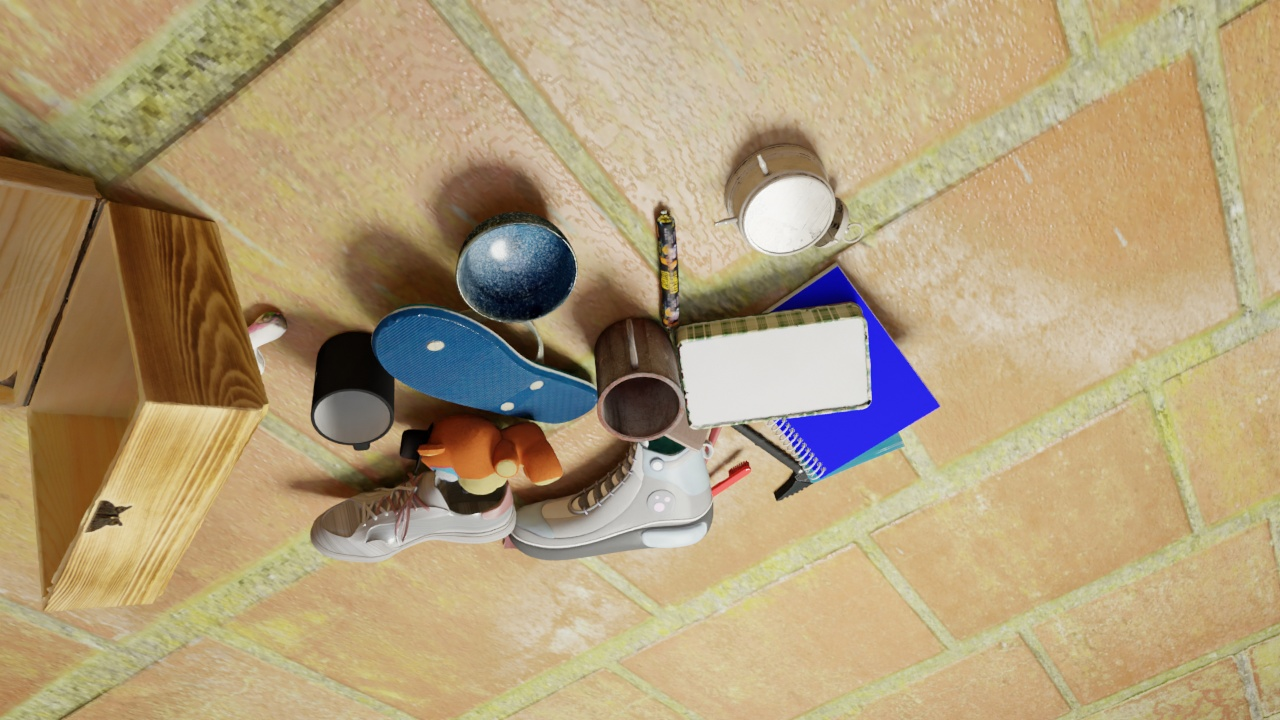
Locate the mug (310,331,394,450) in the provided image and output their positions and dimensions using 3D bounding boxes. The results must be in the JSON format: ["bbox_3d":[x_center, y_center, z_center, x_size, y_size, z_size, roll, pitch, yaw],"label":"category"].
[{"bbox_3d":[-0.290,0.041,0.936,0.078,0.087,0.114,-3,132,-11],"label":"mug"}]

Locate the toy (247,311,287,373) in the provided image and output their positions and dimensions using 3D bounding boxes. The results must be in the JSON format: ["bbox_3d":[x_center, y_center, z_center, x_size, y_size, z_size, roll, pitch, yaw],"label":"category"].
[{"bbox_3d":[-0.405,-0.009,0.899,0.079,0.038,0.123,21,124,-44],"label":"toy"}]

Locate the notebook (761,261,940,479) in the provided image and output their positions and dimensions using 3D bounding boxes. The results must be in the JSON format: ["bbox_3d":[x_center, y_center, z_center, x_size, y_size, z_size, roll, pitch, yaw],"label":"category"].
[{"bbox_3d":[0.208,0.020,1.037,0.172,0.022,0.209,-35,108,17],"label":"notebook"}]

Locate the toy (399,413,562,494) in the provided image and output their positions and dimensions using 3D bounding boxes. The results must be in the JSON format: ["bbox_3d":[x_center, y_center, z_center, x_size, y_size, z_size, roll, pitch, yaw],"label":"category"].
[{"bbox_3d":[-0.174,0.100,1.010,0.176,0.112,0.096,19,84,-9],"label":"toy"}]

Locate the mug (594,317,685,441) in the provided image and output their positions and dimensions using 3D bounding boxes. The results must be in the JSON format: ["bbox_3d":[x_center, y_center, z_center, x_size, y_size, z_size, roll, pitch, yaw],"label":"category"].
[{"bbox_3d":[-0.006,0.006,0.959,0.096,0.110,0.123,-9,126,-5],"label":"mug"}]

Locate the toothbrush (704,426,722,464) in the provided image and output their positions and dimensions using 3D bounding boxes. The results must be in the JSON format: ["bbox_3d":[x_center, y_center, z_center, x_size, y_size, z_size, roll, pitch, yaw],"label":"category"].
[{"bbox_3d":[0.080,0.109,1.125,0.016,0.016,0.190,10,136,-6],"label":"toothbrush"}]

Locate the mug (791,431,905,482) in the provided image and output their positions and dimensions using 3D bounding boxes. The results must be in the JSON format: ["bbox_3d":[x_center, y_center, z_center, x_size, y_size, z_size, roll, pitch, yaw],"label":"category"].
[{"bbox_3d":[0.250,0.097,1.123,0.121,0.078,0.078,-28,132,7],"label":"mug"}]

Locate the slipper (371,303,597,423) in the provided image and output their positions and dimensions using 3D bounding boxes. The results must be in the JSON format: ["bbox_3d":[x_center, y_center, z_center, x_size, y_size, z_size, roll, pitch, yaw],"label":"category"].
[{"bbox_3d":[-0.158,0.000,0.957,0.118,0.060,0.294,-35,143,24],"label":"slipper"}]

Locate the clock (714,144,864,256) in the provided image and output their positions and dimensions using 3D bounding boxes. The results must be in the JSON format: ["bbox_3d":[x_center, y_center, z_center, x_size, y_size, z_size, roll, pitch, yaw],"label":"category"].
[{"bbox_3d":[0.157,-0.144,0.898,0.156,0.061,0.104,17,125,-24],"label":"clock"}]

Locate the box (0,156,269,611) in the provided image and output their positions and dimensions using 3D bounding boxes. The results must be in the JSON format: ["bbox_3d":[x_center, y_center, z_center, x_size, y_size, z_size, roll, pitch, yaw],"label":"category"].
[{"bbox_3d":[-0.535,0.008,0.735,0.335,0.286,0.280,9,131,-42],"label":"box"}]

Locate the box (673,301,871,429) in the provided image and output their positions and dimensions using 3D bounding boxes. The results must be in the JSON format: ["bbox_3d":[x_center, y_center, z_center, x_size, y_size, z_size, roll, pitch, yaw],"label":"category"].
[{"bbox_3d":[0.143,0.007,0.996,0.205,0.050,0.118,-9,115,6],"label":"box"}]

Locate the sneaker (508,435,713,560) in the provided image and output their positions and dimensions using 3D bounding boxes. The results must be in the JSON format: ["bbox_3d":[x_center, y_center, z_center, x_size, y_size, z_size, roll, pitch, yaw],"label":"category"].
[{"bbox_3d":[-0.040,0.151,1.110,0.256,0.093,0.161,-4,118,-2],"label":"sneaker"}]

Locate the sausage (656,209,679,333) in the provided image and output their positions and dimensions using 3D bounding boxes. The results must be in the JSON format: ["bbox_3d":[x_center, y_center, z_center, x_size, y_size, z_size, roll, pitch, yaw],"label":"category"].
[{"bbox_3d":[0.029,-0.089,0.945,0.020,0.020,0.155,-10,133,-6],"label":"sausage"}]

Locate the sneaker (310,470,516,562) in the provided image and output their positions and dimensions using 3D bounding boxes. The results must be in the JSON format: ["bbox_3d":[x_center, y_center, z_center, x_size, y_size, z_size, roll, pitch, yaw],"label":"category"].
[{"bbox_3d":[-0.257,0.166,1.055,0.235,0.099,0.090,-5,134,-19],"label":"sneaker"}]

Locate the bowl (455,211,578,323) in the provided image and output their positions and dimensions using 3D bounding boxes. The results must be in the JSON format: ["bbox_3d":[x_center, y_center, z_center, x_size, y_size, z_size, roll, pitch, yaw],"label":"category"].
[{"bbox_3d":[-0.120,-0.097,0.873,0.114,0.060,0.115,-7,130,-8],"label":"bowl"}]

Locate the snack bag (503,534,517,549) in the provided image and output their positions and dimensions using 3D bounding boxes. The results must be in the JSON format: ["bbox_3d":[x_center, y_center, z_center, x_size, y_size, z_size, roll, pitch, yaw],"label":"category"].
[{"bbox_3d":[-0.098,0.227,1.204,0.157,0.013,0.057,1,132,-15],"label":"snack bag"}]

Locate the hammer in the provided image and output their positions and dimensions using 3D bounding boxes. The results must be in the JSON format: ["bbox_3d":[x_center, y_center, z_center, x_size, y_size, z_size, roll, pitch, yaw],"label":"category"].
[{"bbox_3d":[0.116,0.085,1.129,0.095,0.015,0.324,-39,128,21],"label":"hammer"}]

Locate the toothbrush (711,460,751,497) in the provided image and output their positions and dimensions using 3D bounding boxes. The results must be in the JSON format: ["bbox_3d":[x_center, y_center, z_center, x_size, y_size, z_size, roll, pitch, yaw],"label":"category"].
[{"bbox_3d":[0.064,0.188,1.203,0.012,0.017,0.213,32,124,-30],"label":"toothbrush"}]

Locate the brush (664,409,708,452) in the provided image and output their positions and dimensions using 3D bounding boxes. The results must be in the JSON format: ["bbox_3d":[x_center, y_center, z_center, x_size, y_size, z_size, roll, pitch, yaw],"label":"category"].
[{"bbox_3d":[0.017,0.057,1.053,0.135,0.049,0.015,29,148,-14],"label":"brush"}]
